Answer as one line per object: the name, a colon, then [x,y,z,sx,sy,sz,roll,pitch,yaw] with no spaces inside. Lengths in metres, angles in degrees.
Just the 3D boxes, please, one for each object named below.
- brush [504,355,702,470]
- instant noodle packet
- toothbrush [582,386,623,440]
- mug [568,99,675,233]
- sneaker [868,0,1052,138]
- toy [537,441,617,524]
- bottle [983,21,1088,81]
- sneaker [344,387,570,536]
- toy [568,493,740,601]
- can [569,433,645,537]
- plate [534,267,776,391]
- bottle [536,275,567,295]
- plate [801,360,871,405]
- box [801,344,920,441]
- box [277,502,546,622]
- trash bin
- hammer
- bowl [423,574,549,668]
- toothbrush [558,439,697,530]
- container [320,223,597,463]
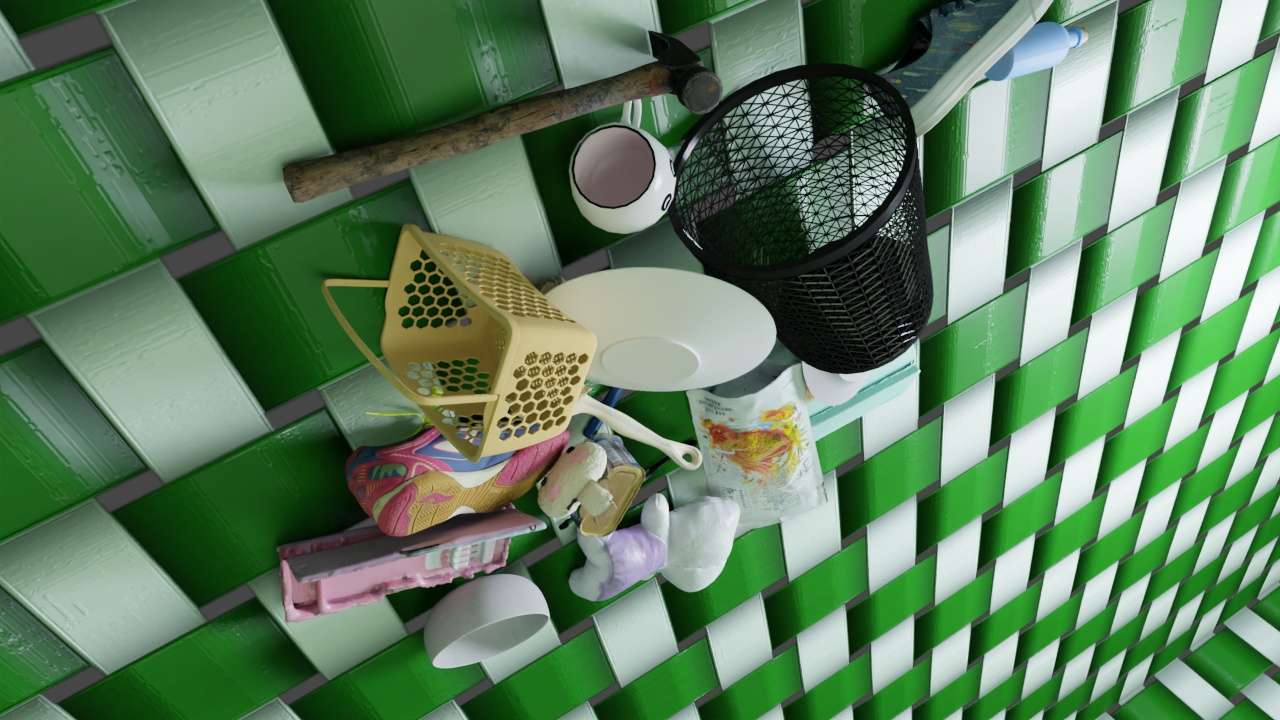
brush: [-0.026,0.064,0.942,0.272,0.077,0.062,28,68,-40]
instant noodle packet: [0.144,0.116,1.104,0.147,0.057,0.269,-14,130,4]
toothbrush: [-0.006,0.006,0.958,0.016,0.017,0.190,20,108,-40]
mug: [-0.013,-0.171,0.787,0.076,0.090,0.124,26,72,-78]
sneaker: [0.318,-0.327,0.900,0.079,0.087,0.235,42,89,-13]
toy: [-0.066,0.122,0.924,0.050,0.112,0.087,43,84,-27]
bottle: [0.427,-0.336,0.983,0.131,0.048,0.048,-20,130,-21]
sneaker: [-0.167,0.085,0.874,0.241,0.091,0.116,-13,137,-52]
toy: [0.023,0.226,1.095,0.209,0.085,0.138,-5,123,-25]
can: [-0.043,0.136,0.999,0.054,0.059,0.100,14,112,-40]
plate: [0.010,-0.010,0.849,0.229,0.030,0.230,3,152,1]
bottle: [-0.049,-0.047,0.875,0.110,0.042,0.043,22,107,-41]
plate: [0.245,-0.030,1.057,0.172,0.019,0.173,-16,113,-42]
box: [0.265,0.032,1.145,0.186,0.056,0.138,-27,139,-17]
box: [-0.226,0.181,0.893,0.232,0.075,0.173,-8,158,-30]
trash bin: [0.173,-0.112,0.872,0.217,0.217,0.243,-43,141,0]
hammer: [-0.110,-0.186,0.711,0.330,0.120,0.033,-19,130,-10]
bowl: [-0.172,0.275,0.998,0.131,0.064,0.132,-20,153,-11]
toothbrush: [-0.012,0.144,1.057,0.188,0.014,0.017,-31,141,-11]
container: [-0.151,-0.014,0.730,0.166,0.183,0.129,-2,122,-43]
